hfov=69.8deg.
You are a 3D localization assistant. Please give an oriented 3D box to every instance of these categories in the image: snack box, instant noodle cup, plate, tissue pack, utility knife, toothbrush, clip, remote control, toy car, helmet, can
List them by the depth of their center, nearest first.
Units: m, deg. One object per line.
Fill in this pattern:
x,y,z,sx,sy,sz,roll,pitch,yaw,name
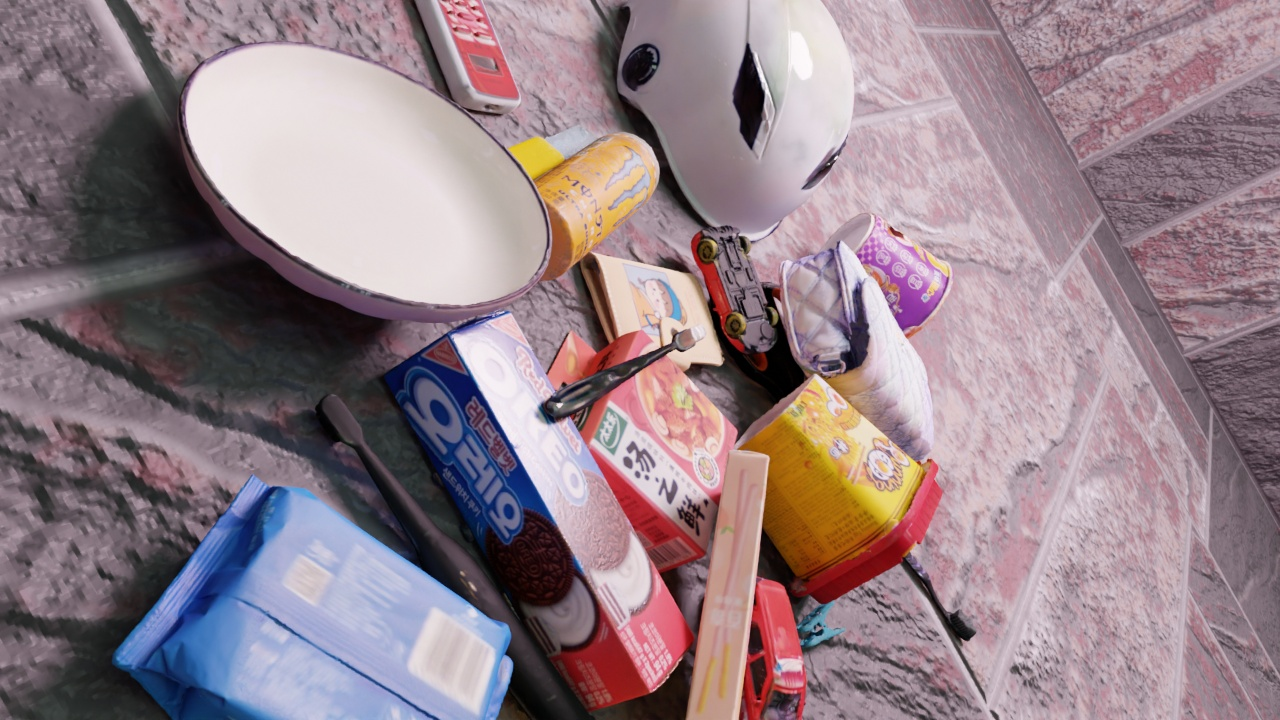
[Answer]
-0.120,0.123,0.371,0.157,0.052,0.094,43,38,-23,tissue pack
-0.090,0.105,0.443,0.026,0.027,0.212,-40,98,-38,toothbrush
-0.139,-0.087,0.475,0.192,0.039,0.192,24,38,-21,plate
-0.053,0.077,0.479,0.207,0.058,0.057,61,33,0,snack box
0.051,0.139,0.522,0.084,0.026,0.157,79,19,-61,snack box
-0.003,0.003,0.540,0.180,0.018,0.015,-27,89,-58,toothbrush
0.075,0.192,0.566,0.053,0.045,0.120,18,56,-41,toy car
-0.003,0.047,0.568,0.127,0.044,0.113,45,38,-20,snack box
-0.083,-0.125,0.612,0.033,0.015,0.206,55,39,-6,utility knife
-0.039,-0.107,0.618,0.058,0.058,0.145,53,37,-10,can
-0.125,-0.233,0.633,0.055,0.020,0.136,-9,74,-51,remote control
0.131,0.087,0.656,0.123,0.116,0.115,48,37,3,instant noodle cup
0.128,0.190,0.656,0.056,0.014,0.040,-4,69,-53,clip
0.073,-0.054,0.713,0.049,0.031,0.106,-15,80,-43,toy car
0.236,0.173,0.796,0.189,0.017,0.014,52,37,-9,toothbrush
0.105,-0.249,0.813,0.228,0.146,0.258,24,50,-39,helmet
0.229,-0.083,0.889,0.099,0.112,0.111,40,40,-15,instant noodle cup

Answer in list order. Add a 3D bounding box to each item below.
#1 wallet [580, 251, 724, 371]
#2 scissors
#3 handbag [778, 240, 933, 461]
0.011,-0.032,0.660,0.115,0.024,0.087,7,56,-49,wallet
0.115,0.041,0.742,0.162,0.022,0.233,16,60,-36,scissors
0.187,-0.004,0.772,0.194,0.076,0.134,40,40,-48,handbag
